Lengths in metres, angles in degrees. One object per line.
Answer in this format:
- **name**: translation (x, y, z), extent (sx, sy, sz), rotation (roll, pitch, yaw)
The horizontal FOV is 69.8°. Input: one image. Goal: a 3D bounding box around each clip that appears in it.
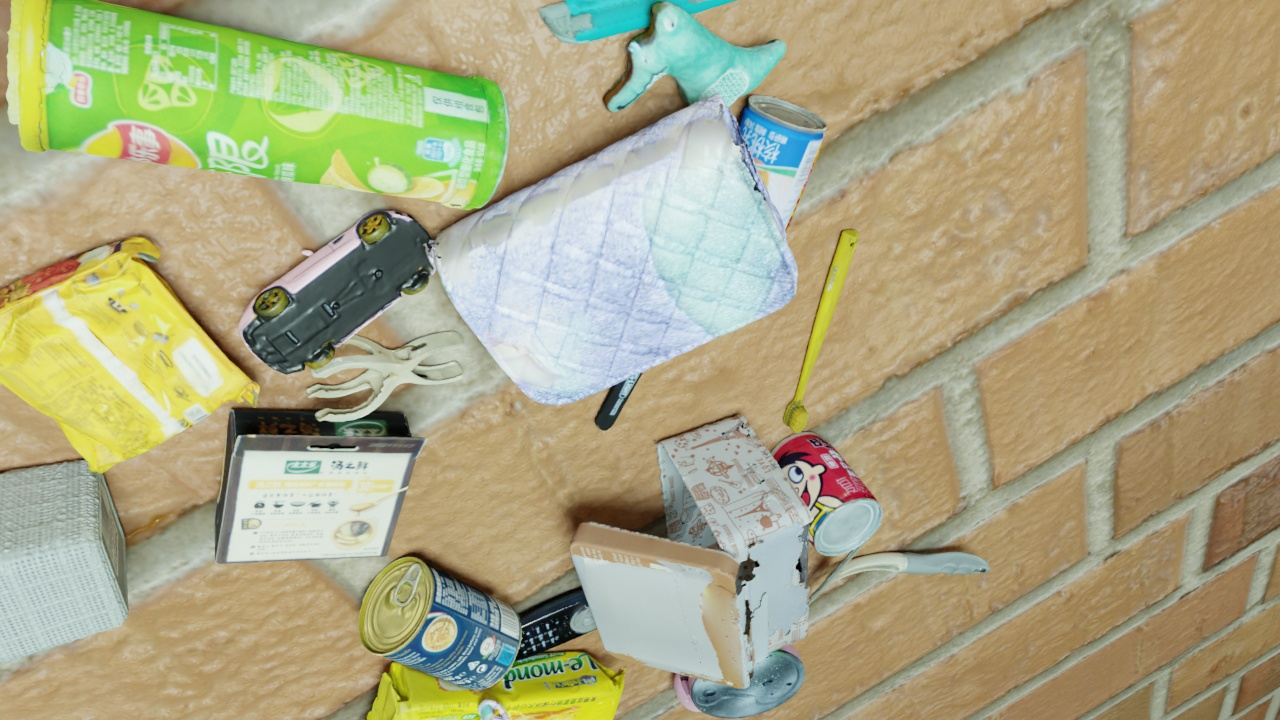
- **clip**: translation (-0.168, 0.016, 0.594), extent (0.104, 0.035, 0.084), rotation (3, 121, -39)

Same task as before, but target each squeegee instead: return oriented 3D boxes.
- **squeegee**: translation (0.275, 0.222, 0.980), extent (0.246, 0.039, 0.247), rotation (-1, 138, -26)

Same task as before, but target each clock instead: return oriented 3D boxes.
- **clock**: translation (0.097, 0.321, 0.945), extent (0.117, 0.059, 0.159), rotation (9, 125, -18)

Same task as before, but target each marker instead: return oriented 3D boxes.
- **marker**: translation (-0.004, 0.004, 0.679), extent (0.018, 0.015, 0.124), rotation (12, 121, -29)

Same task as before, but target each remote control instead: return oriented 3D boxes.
- **remote control**: translation (-0.064, 0.229, 0.822), extent (0.136, 0.024, 0.053), rotation (-20, 131, -14)

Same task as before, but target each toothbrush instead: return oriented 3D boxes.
- **toothbrush**: translation (0.145, -0.018, 0.736), extent (0.015, 0.016, 0.190), rotation (-7, 129, -23)
- **toothbrush**: translation (-0.177, 0.356, 0.777), extent (0.189, 0.029, 0.021), rotation (-49, 168, 15)

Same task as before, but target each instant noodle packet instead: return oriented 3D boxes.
- **instant noodle packet**: translation (-0.290, 0.000, 0.510), extent (0.110, 0.044, 0.128), rotation (-26, 136, -8)

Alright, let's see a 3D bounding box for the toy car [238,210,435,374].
- **toy car**: translation (-0.177, -0.042, 0.540), extent (0.122, 0.037, 0.056), rotation (-39, 138, -11)

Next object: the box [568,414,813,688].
- **box**: translation (0.035, 0.175, 0.745), extent (0.178, 0.152, 0.183), rotation (-17, 132, -11)

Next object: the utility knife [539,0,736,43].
- **utility knife**: translation (0.042, -0.216, 0.526), extent (0.207, 0.013, 0.029), rotation (-20, 138, -12)

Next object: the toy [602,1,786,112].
- **toy**: translation (0.026, -0.173, 0.540), extent (0.097, 0.030, 0.091), rotation (-38, 141, 27)

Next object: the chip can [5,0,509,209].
- **chip can**: translation (-0.174, -0.122, 0.450), extent (0.221, 0.072, 0.073), rotation (3, 124, -29)

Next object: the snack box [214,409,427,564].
- **snack box**: translation (-0.212, 0.079, 0.603), extent (0.113, 0.053, 0.126), rotation (4, 126, -29)

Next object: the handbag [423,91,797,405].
- **handbag**: translation (-0.012, -0.062, 0.555), extent (0.194, 0.075, 0.134), rotation (-24, 130, 12)

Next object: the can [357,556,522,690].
- **can**: translation (-0.155, 0.210, 0.725), extent (0.075, 0.075, 0.111), rotation (-41, 133, 7)

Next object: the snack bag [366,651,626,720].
- **snack bag**: translation (-0.141, 0.336, 0.839), extent (0.246, 0.068, 0.158), rotation (9, 120, -31)

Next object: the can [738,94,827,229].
- **can**: translation (0.073, -0.101, 0.606), extent (0.053, 0.053, 0.135), rotation (1, 125, -28)

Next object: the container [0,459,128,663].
- **container**: translation (-0.370, 0.119, 0.535), extent (0.114, 0.090, 0.090), rotation (-11, 131, -23)

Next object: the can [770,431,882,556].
- **can**: translation (0.156, 0.113, 0.794), extent (0.066, 0.093, 0.067), rotation (-14, 130, -17)

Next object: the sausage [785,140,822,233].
- **sausage**: translation (0.092, -0.091, 0.647), extent (0.021, 0.021, 0.165), rotation (1, 126, -28)
